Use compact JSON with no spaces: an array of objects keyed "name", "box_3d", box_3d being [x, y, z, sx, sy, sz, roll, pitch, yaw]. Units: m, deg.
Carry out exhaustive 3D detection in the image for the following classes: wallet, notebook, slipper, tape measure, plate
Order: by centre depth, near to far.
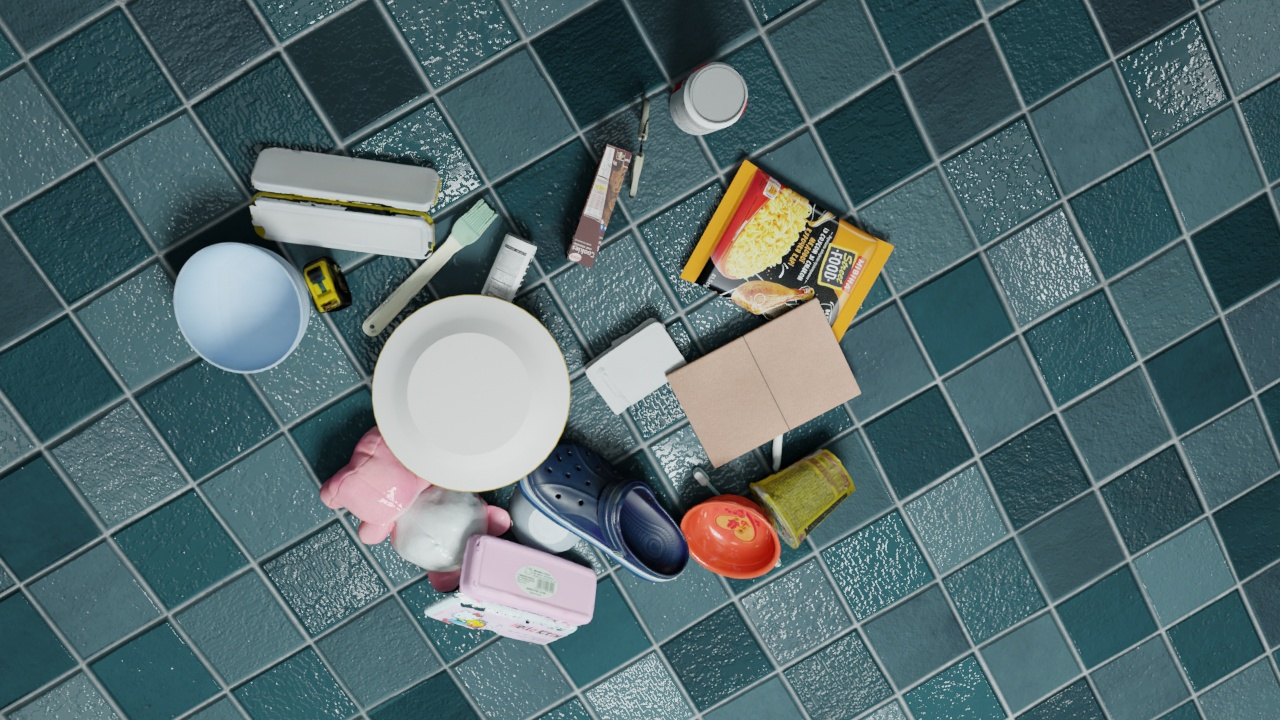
[{"name":"plate","box_3d":[-0.196,0.039,1.057,0.230,0.021,0.230,0,91,-1]},{"name":"tape measure","box_3d":[-0.363,-0.090,1.072,0.038,0.067,0.062,-25,93,0]},{"name":"slipper","box_3d":[-0.031,0.177,1.124,0.253,0.095,0.104,40,56,-15]},{"name":"wallet","box_3d":[-0.007,0.007,1.146,0.116,0.032,0.086,-31,113,-2]},{"name":"notebook","box_3d":[0.155,0.030,1.152,0.209,0.008,0.141,-28,106,3]}]

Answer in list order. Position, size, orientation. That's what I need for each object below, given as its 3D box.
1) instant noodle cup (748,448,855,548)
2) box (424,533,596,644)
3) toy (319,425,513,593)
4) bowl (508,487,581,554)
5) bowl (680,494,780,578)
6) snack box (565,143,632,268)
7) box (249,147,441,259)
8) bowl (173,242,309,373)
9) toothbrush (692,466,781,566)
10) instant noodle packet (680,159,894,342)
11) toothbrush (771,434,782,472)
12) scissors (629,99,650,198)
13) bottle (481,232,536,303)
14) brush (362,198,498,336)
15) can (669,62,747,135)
[{"name":"instant noodle cup","box_3d":[0.209,0.169,1.169,0.108,0.102,0.102,-34,102,-8]},{"name":"box","box_3d":[-0.160,0.290,1.144,0.201,0.103,0.100,28,54,-38]},{"name":"toy","box_3d":[-0.275,0.183,1.121,0.213,0.084,0.142,41,87,-11]},{"name":"bowl","box_3d":[-0.115,0.200,1.164,0.106,0.039,0.106,-1,101,-6]},{"name":"bowl","box_3d":[0.118,0.216,1.171,0.131,0.045,0.131,11,126,16]},{"name":"snack box","box_3d":[-0.050,-0.183,1.092,0.031,0.051,0.141,19,98,-9]},{"name":"box","box_3d":[-0.341,-0.185,1.074,0.210,0.079,0.084,7,140,-5]},{"name":"bowl","box_3d":[-0.445,-0.066,1.055,0.150,0.074,0.151,1,104,5]},{"name":"toothbrush","box_3d":[0.128,0.208,1.204,0.016,0.016,0.180,-39,103,8]},{"name":"instant noodle packet","box_3d":[0.183,-0.123,1.137,0.220,0.032,0.160,28,97,-10]},{"name":"toothbrush","box_3d":[0.177,0.054,1.180,0.017,0.016,0.189,2,100,4]},{"name":"scissors","box_3d":[0.001,-0.243,1.046,0.012,0.157,0.169,8,144,-5]},{"name":"bottle","box_3d":[-0.165,-0.093,1.103,0.041,0.041,0.116,23,97,-10]},{"name":"brush","box_3d":[-0.257,-0.109,1.106,0.218,0.012,0.033,-44,102,5]},{"name":"can","box_3d":[0.076,-0.295,1.042,0.070,0.132,0.070,-1,101,-6]}]
